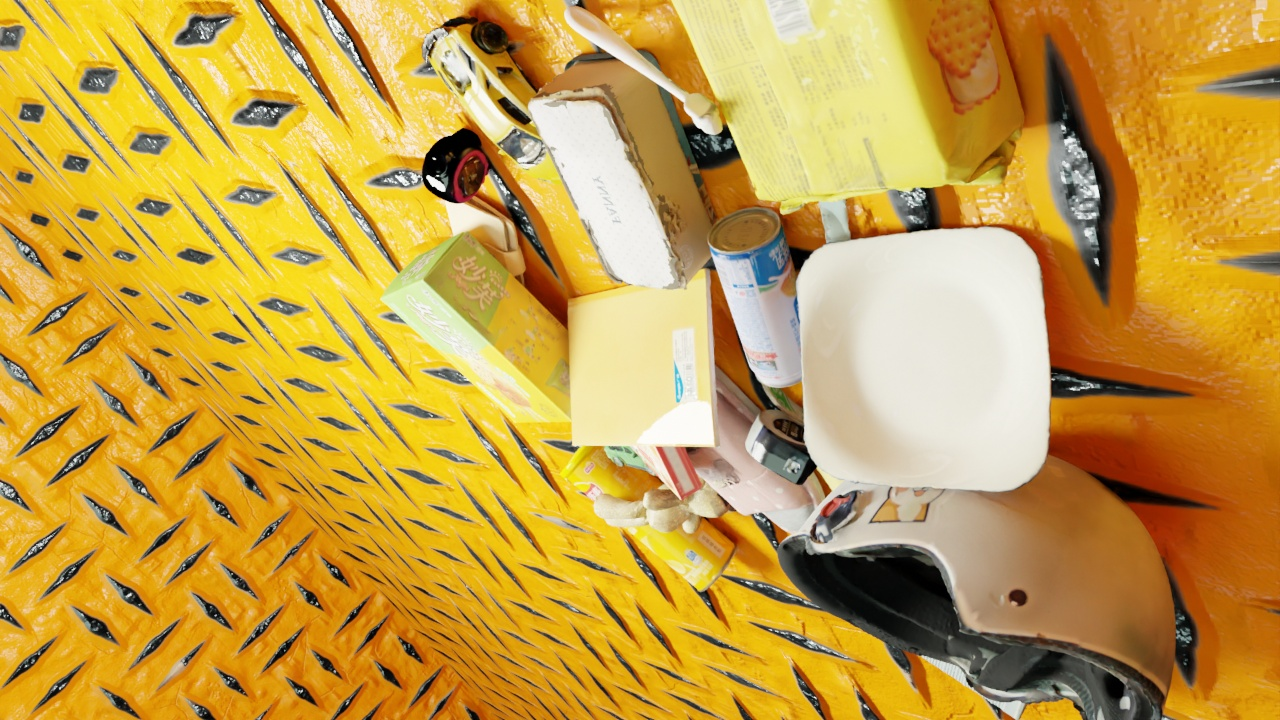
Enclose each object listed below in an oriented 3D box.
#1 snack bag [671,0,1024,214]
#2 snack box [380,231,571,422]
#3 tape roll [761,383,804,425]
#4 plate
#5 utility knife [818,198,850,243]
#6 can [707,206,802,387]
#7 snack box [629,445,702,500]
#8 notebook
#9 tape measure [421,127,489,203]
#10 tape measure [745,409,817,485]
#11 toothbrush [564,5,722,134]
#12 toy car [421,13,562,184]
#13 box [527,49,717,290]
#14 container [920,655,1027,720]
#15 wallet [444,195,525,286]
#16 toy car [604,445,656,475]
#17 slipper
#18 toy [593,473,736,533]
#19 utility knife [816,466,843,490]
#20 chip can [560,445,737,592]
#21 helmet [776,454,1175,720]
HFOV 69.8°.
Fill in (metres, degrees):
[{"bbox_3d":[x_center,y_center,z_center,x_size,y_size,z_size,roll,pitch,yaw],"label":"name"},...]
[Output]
[{"bbox_3d":[0.090,-0.185,0.475,0.158,0.068,0.246,5,134,47],"label":"snack bag"},{"bbox_3d":[-0.152,-0.025,0.946,0.210,0.069,0.158,45,157,-20],"label":"snack box"},{"bbox_3d":[0.139,0.024,0.758,0.086,0.013,0.086,30,149,20],"label":"tape roll"},{"bbox_3d":[0.181,0.000,0.592,0.164,0.034,0.164,-1,94,40],"label":"plate"},{"bbox_3d":[0.148,-0.045,0.648,0.034,0.018,0.219,1,134,24],"label":"utility knife"},{"bbox_3d":[0.093,-0.044,0.679,0.053,0.053,0.135,15,142,39],"label":"can"},{"bbox_3d":[0.007,0.072,0.889,0.075,0.025,0.153,64,169,-24],"label":"snack box"},{"bbox_3d":[-0.005,0.005,0.812,0.207,0.010,0.146,-7,85,53],"label":"notebook"},{"bbox_3d":[-0.161,-0.167,0.806,0.039,0.056,0.058,29,141,18],"label":"tape measure"},{"bbox_3d":[0.125,0.072,0.786,0.066,0.065,0.034,31,113,20],"label":"tape measure"},{"bbox_3d":[-0.003,-0.185,0.572,0.180,0.016,0.016,49,176,39],"label":"toothbrush"},{"bbox_3d":[-0.103,-0.197,0.714,0.156,0.041,0.071,48,151,-16],"label":"toy car"},{"bbox_3d":[-0.010,-0.138,0.666,0.090,0.061,0.184,13,139,39],"label":"box"},{"bbox_3d":[0.292,0.226,0.781,0.111,0.090,0.090,27,148,29],"label":"container"},{"bbox_3d":[-0.151,-0.112,0.904,0.087,0.024,0.115,28,149,18],"label":"wallet"},{"bbox_3d":[-0.001,0.094,0.988,0.091,0.043,0.036,11,139,42],"label":"toy car"},{"bbox_3d":[0.073,0.074,0.862,0.274,0.054,0.114,50,150,-12],"label":"slipper"},{"bbox_3d":[0.024,0.151,0.975,0.157,0.066,0.105,-13,142,24],"label":"toy"},{"bbox_3d":[0.207,0.153,0.849,0.031,0.022,0.216,-6,120,54],"label":"utility knife"},{"bbox_3d":[0.010,0.171,1.055,0.213,0.071,0.072,40,151,0],"label":"chip can"},{"bbox_3d":[0.242,0.139,0.649,0.230,0.156,0.274,41,164,-23],"label":"helmet"}]
